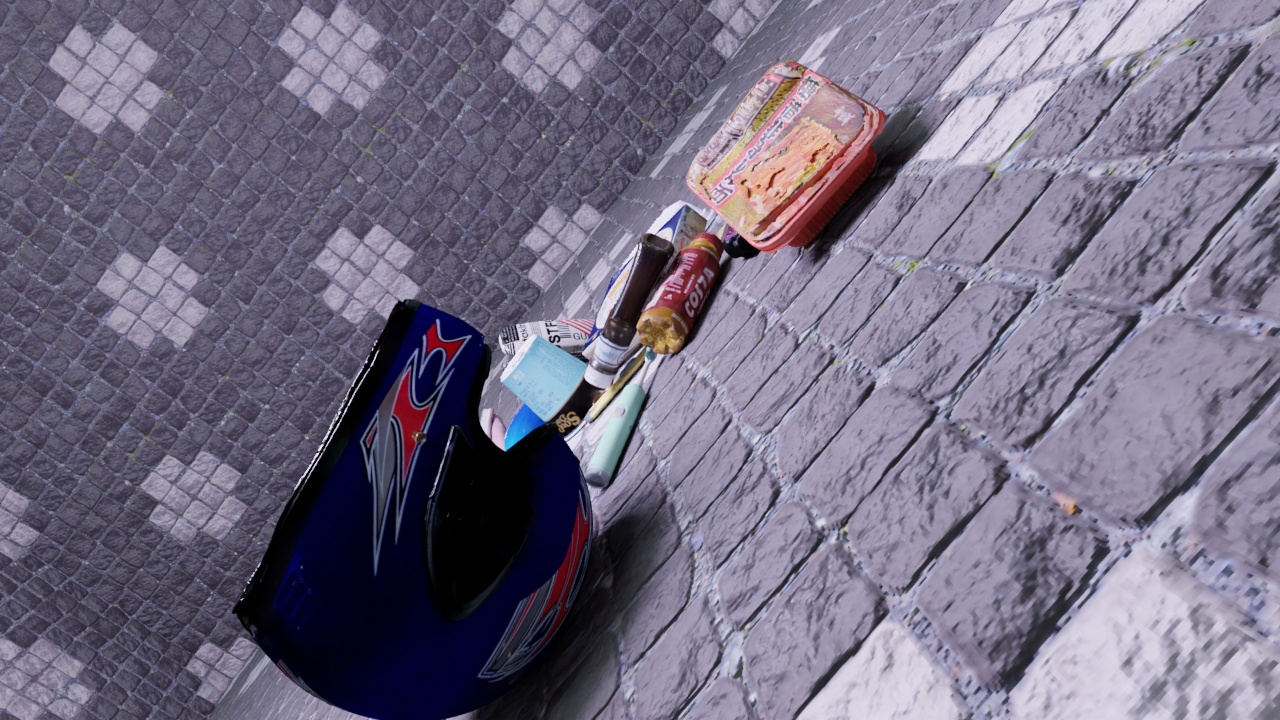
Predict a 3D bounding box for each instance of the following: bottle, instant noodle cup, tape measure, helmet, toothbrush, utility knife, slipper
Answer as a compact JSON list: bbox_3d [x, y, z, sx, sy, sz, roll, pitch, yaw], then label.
[{"bbox_3d":[0.052,-0.084,1.074,0.058,0.057,0.174,-38,18,49],"label":"bottle"},{"bbox_3d":[0.033,-0.174,1.425,0.173,0.060,0.138,-52,11,-10],"label":"instant noodle cup"},{"bbox_3d":[0.146,-0.188,0.884,0.165,0.079,0.188,-49,40,12],"label":"instant noodle cup"},{"bbox_3d":[0.122,-0.146,1.040,0.057,0.039,0.057,-53,11,-8],"label":"tape measure"},{"bbox_3d":[-0.017,-0.057,1.113,0.079,0.044,0.195,-67,1,-71],"label":"bottle"},{"bbox_3d":[-0.157,0.131,0.746,0.248,0.240,0.314,-35,31,58],"label":"helmet"},{"bbox_3d":[-0.014,0.054,0.990,0.026,0.027,0.223,-1,36,21],"label":"toothbrush"},{"bbox_3d":[-0.117,0.029,1.224,0.111,0.120,0.111,-49,12,14],"label":"instant noodle cup"},{"bbox_3d":[-0.148,0.091,1.292,0.065,0.065,0.218,-42,15,40],"label":"bottle"},{"bbox_3d":[-0.007,0.007,1.149,0.198,0.021,0.031,-45,18,10],"label":"utility knife"},{"bbox_3d":[-0.214,0.155,1.323,0.274,0.054,0.114,-109,31,-67],"label":"slipper"}]

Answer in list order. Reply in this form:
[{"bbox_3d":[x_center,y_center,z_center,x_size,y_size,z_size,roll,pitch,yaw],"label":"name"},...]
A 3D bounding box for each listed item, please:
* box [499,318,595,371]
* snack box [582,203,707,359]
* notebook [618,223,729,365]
[{"bbox_3d":[-0.119,-0.006,1.305,0.076,0.162,0.087,-117,29,-49],"label":"box"},{"bbox_3d":[0.007,-0.100,1.250,0.178,0.046,0.182,-41,21,39],"label":"snack box"},{"bbox_3d":[0.041,-0.087,1.253,0.208,0.008,0.147,-44,14,36],"label":"notebook"}]
